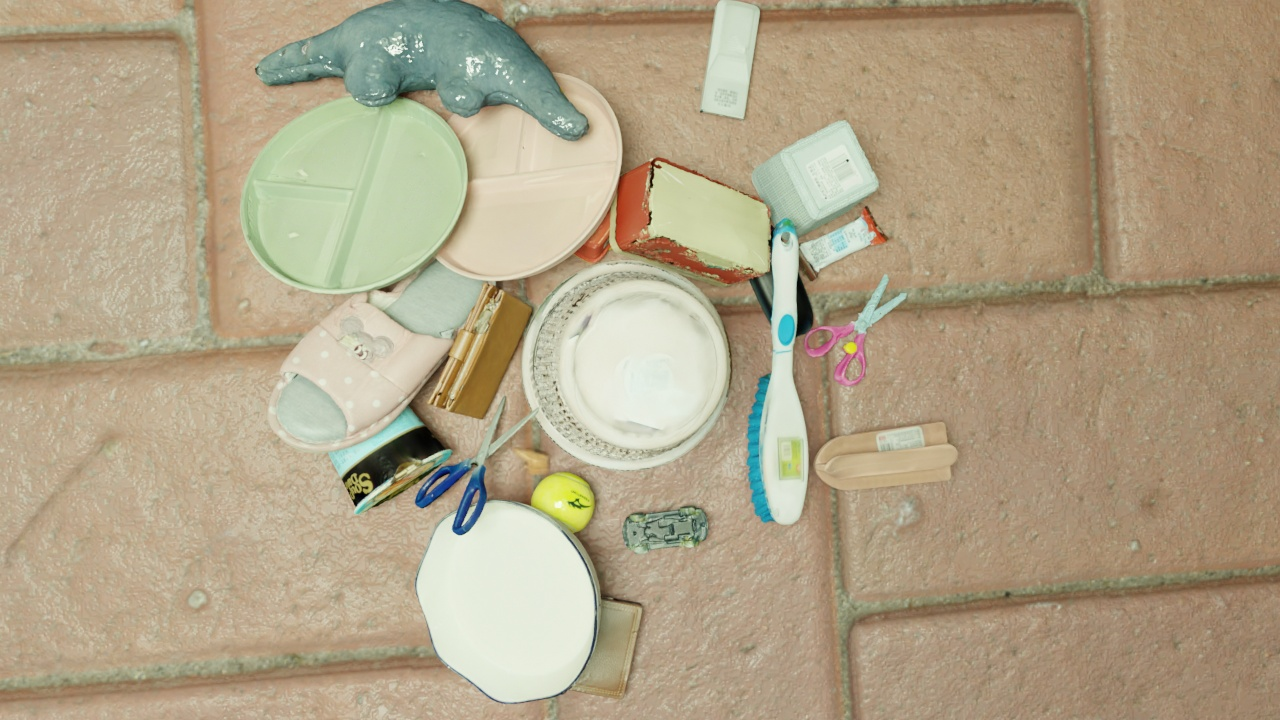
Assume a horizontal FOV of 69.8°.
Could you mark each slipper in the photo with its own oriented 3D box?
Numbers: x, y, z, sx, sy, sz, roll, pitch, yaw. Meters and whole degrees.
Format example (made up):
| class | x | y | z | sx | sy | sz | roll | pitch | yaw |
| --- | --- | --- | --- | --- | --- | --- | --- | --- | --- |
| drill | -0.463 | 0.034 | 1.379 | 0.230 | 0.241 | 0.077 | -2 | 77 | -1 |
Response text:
| class | x | y | z | sx | sy | sz | roll | pitch | yaw |
| --- | --- | --- | --- | --- | --- | --- | --- | --- | --- |
| slipper | -0.242 | -0.020 | 0.886 | 0.114 | 0.055 | 0.273 | 39 | 59 | 6 |

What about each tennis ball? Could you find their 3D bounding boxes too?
| class | x | y | z | sx | sy | sz | roll | pitch | yaw |
| --- | --- | --- | --- | --- | --- | --- | --- | --- | --- |
| tennis ball | -0.080 | 0.148 | 0.947 | 0.065 | 0.065 | 0.065 | 0 | 89 | -5 |

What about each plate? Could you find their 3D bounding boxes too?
| class | x | y | z | sx | sy | sz | roll | pitch | yaw |
| --- | --- | --- | --- | --- | --- | --- | --- | --- | --- |
| plate | -0.127 | 0.236 | 0.915 | 0.205 | 0.045 | 0.205 | 2 | 96 | 23 |
| plate | -0.282 | -0.165 | 0.913 | 0.230 | 0.027 | 0.229 | -2 | 69 | 4 |
| plate | -0.121 | -0.182 | 0.915 | 0.230 | 0.028 | 0.229 | -7 | 69 | 19 |

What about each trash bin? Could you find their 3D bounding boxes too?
| class | x | y | z | sx | sy | sz | roll | pitch | yaw |
| --- | --- | --- | --- | --- | --- | --- | --- | --- | --- |
| trash bin | -0.005 | 0.005 | 0.894 | 0.227 | 0.192 | 0.227 | 0 | 90 | -5 |

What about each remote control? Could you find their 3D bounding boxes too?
| class | x | y | z | sx | sy | sz | roll | pitch | yaw |
| --- | --- | --- | --- | --- | --- | --- | --- | --- | --- |
| remote control | 0.097 | -0.324 | 0.988 | 0.049 | 0.024 | 0.125 | 8 | 90 | -5 |
| remote control | 0.145 | -0.088 | 0.989 | 0.053 | 0.024 | 0.136 | -25 | 91 | -3 |

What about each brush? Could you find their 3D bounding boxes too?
| class | x | y | z | sx | sy | sz | roll | pitch | yaw |
| --- | --- | --- | --- | --- | --- | --- | --- | --- | --- |
| brush | 0.144 | 0.018 | 0.947 | 0.060 | 0.109 | 0.314 | -2 | 90 | -3 |
| brush | 0.257 | 0.104 | 0.975 | 0.145 | 0.073 | 0.063 | -6 | 91 | -4 |

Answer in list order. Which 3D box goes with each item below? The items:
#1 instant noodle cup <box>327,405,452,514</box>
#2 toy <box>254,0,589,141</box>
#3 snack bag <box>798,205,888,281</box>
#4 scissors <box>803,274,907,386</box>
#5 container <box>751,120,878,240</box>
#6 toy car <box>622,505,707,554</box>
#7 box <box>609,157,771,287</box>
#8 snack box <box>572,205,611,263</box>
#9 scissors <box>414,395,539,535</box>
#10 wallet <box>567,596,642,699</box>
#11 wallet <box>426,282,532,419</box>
| class | x | y | z | sx | sy | sz | roll | pitch | yaw |
| --- | --- | --- | --- | --- | --- | --- | --- | --- | --- |
| instant noodle cup | -0.267 | 0.073 | 0.916 | 0.111 | 0.111 | 0.120 | -34 | 85 | -5 |
| toy | -0.211 | -0.298 | 0.914 | 0.356 | 0.091 | 0.137 | 10 | 71 | 10 |
| snack bag | 0.216 | -0.127 | 0.995 | 0.104 | 0.026 | 0.048 | -30 | 86 | -4 |
| scissors | 0.233 | -0.043 | 1.004 | 0.093 | 0.017 | 0.137 | 27 | 83 | 3 |
| container | 0.181 | -0.186 | 0.950 | 0.090 | 0.111 | 0.090 | -28 | 92 | -5 |
| toy car | 0.026 | 0.178 | 0.973 | 0.090 | 0.034 | 0.043 | -8 | 93 | -3 |
| box | 0.058 | -0.134 | 0.912 | 0.168 | 0.077 | 0.091 | 13 | 74 | -38 |
| snack box | -0.052 | -0.156 | 0.945 | 0.082 | 0.080 | 0.091 | 33 | 87 | -4 |
| scissors | -0.166 | 0.107 | 0.923 | 0.176 | 0.162 | 0.012 | -34 | 123 | 19 |
| wallet | -0.065 | 0.294 | 0.967 | 0.124 | 0.032 | 0.101 | 12 | 85 | -5 |
| wallet | -0.159 | -0.007 | 0.923 | 0.031 | 0.107 | 0.131 | 23 | 88 | 15 |
